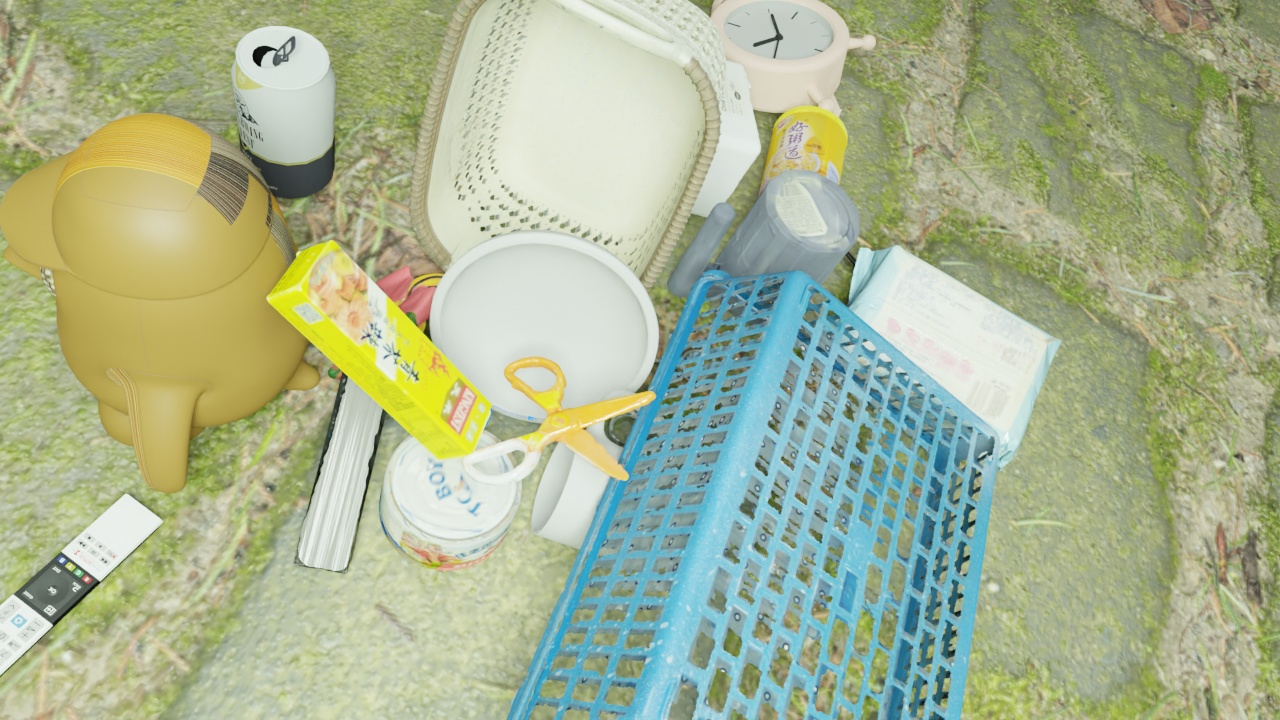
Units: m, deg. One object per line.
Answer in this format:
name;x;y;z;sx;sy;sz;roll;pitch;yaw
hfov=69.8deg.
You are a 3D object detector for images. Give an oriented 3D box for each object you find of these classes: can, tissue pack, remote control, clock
can;-0.120;0.085;0.579;0.086;0.043;0.086;9;55;-14
can;0.141;-0.164;0.800;0.067;0.068;0.104;20;57;-6
can;-0.246;-0.173;0.638;0.064;0.128;0.064;8;58;-14
tissue pack;0.231;-0.006;0.729;0.182;0.070;0.112;31;71;4
remote control;-0.180;0.060;0.564;0.033;0.013;0.136;13;81;-11
remote control;-0.322;0.128;0.505;0.028;0.012;0.124;35;56;4
clock;0.124;-0.286;0.871;0.160;0.086;0.130;27;55;9

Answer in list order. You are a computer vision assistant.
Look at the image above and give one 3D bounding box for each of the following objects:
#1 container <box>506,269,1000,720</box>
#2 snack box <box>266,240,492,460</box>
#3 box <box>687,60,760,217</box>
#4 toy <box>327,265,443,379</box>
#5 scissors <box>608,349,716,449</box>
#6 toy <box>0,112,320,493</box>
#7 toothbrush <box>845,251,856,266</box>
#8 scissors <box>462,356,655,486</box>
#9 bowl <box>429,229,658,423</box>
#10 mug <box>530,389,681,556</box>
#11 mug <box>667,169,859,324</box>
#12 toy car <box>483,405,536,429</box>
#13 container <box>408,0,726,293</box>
container;0.104;0.124;0.560;0.257;0.089;0.361;36;54;-18
snack box;-0.144;-0.002;0.527;0.148;0.029;0.040;52;40;-36
box;0.006;-0.186;0.757;0.136;0.126;0.108;11;56;-23
toy;-0.167;-0.030;0.621;0.046;0.084;0.103;56;50;-22
scissors;-0.013;0.007;0.679;0.141;0.014;0.173;11;57;-7
toy;-0.265;-0.047;0.511;0.162;0.204;0.198;5;59;-15
toothbrush;0.211;-0.056;0.792;0.167;0.014;0.014;54;25;16
scissors;-0.055;0.043;0.563;0.127;0.011;0.125;-42;53;-18
bowl;-0.062;-0.028;0.614;0.149;0.150;0.043;16;35;-9
mug;-0.010;0.076;0.597;0.089;0.071;0.107;22;79;-15
mug;0.094;-0.086;0.716;0.123;0.104;0.083;-1;62;-20
toy car;-0.120;0.025;0.600;0.092;0.062;0.033;31;54;-15
container;-0.044;-0.148;0.630;0.184;0.247;0.142;27;42;-2
